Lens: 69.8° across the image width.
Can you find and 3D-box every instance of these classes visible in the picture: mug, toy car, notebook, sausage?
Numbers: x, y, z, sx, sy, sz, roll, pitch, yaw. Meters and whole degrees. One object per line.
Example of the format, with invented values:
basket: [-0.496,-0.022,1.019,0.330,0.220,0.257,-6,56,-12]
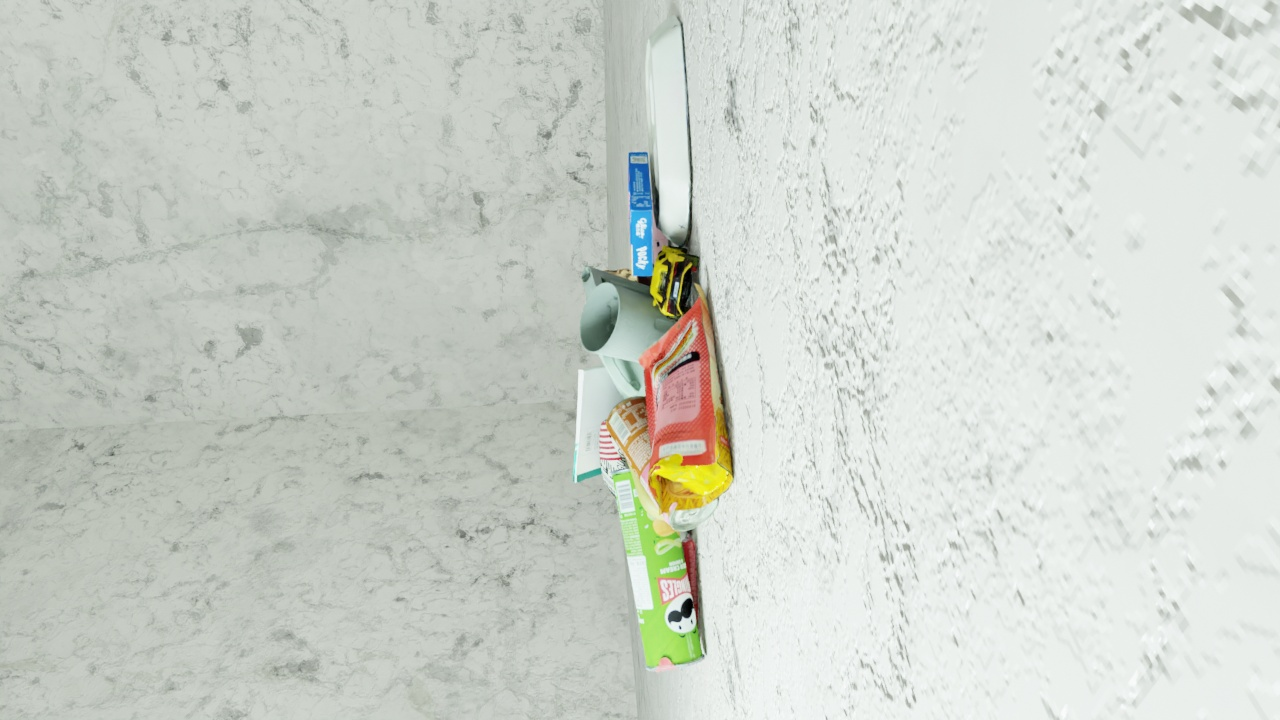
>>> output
mug: [-0.007,0.007,1.161,0.106,0.082,0.111,62,-152,-2]
toy car: [0.022,-0.162,1.254,0.056,0.037,0.122,93,172,-70]
notebook: [-0.024,0.075,1.250,0.208,0.012,0.150,-10,-73,-57]
mug: [-0.011,-0.055,1.090,0.084,0.103,0.123,-49,41,35]
sausage: [0.061,0.287,1.122,0.020,0.020,0.156,-118,26,-81]
toy car: [0.034,-0.088,1.011,0.155,0.041,0.071,-103,22,-76]

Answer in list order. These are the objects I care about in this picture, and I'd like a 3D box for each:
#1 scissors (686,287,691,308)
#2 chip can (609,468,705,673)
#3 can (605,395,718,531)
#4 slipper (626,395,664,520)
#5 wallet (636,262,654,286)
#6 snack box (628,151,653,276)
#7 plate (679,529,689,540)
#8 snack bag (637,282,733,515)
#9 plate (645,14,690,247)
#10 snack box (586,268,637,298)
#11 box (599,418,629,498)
scissors: [0.050,-0.007,0.997,0.172,0.014,0.159,-147,71,-77]
chip can: [0.019,0.242,1.088,0.072,0.072,0.236,111,148,-81]
can: [0.020,0.104,0.948,0.147,0.057,0.058,55,156,37]
slipper: [0.025,0.118,1.035,0.190,0.091,0.082,-103,7,-50]
wallet: [0.025,-0.068,1.188,0.096,0.020,0.122,85,164,-55]
snack box: [-0.001,-0.174,1.075,0.156,0.026,0.085,-93,2,-54]
plate: [0.035,0.146,1.219,0.205,0.045,0.205,176,92,-86]
snack bag: [0.038,0.037,0.885,0.129,0.073,0.207,-54,28,41]
plate: [0.029,-0.265,1.066,0.162,0.034,0.265,118,149,-82]
snack box: [-0.015,-0.081,1.406,0.105,0.118,0.117,-26,-66,-81]
box: [-0.005,0.126,1.182,0.074,0.079,0.164,41,148,33]
